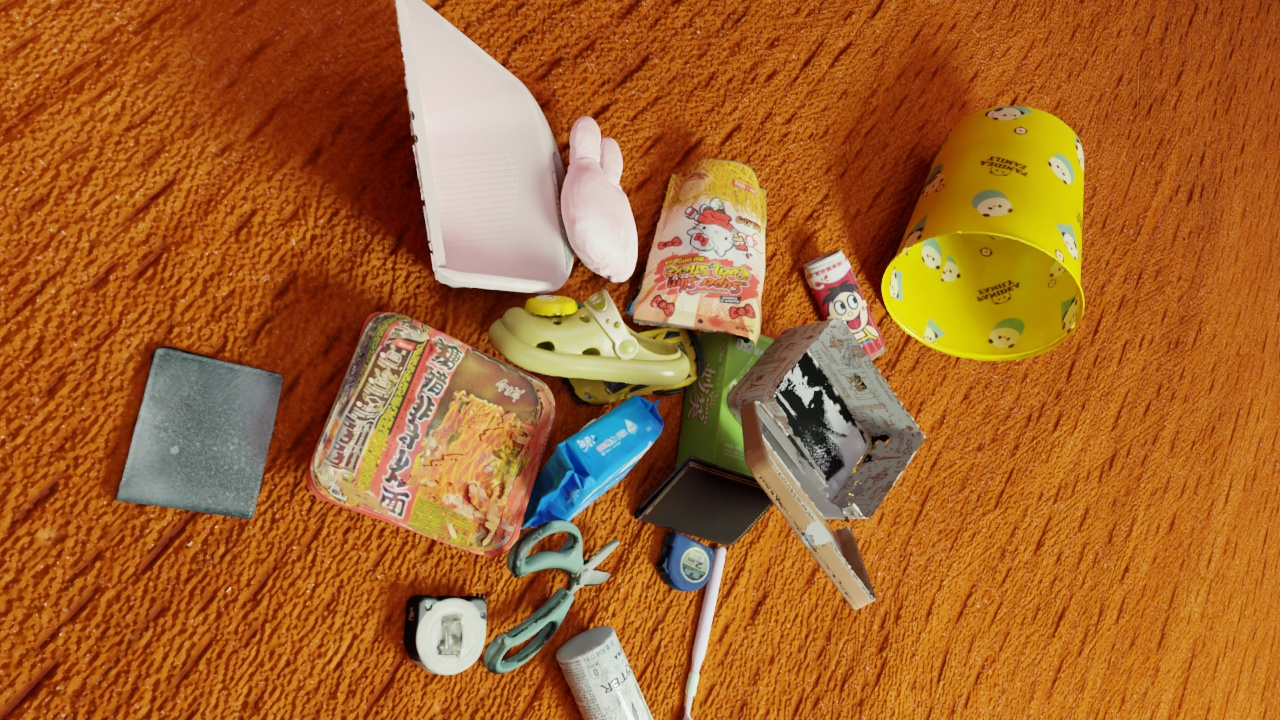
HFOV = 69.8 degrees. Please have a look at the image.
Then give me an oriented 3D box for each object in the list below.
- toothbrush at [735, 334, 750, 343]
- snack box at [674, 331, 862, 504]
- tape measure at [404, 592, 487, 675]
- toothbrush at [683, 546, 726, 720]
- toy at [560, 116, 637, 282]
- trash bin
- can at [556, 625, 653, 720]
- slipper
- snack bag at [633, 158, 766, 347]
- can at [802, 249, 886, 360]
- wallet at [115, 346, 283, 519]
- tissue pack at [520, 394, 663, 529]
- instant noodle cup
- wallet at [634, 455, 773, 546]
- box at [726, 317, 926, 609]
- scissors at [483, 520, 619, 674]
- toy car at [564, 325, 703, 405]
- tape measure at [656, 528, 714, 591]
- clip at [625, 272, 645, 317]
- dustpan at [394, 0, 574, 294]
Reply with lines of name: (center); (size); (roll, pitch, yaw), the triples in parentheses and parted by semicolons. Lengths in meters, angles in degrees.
toothbrush: (0.113, -0.083, 0.989); (0.017, 0.012, 0.185); (21, 41, -11)
snack box: (0.148, 0.067, 0.995); (0.210, 0.070, 0.157); (19, 71, -30)
tape measure: (-0.164, 0.231, 0.776); (0.065, 0.034, 0.066); (7, 77, -31)
toothbrush: (0.066, 0.281, 0.930); (0.021, 0.029, 0.189); (10, 70, 7)
toy: (-0.040, -0.157, 0.911); (0.121, 0.054, 0.159); (31, 52, -61)
trash bin: (0.447, -0.168, 1.159); (0.229, 0.230, 0.254); (38, 57, -22)
can: (-0.023, 0.320, 0.838); (0.058, 0.058, 0.147); (-26, 95, -35)
slipper: (-0.042, -0.027, 0.840); (0.190, 0.091, 0.082); (10, 102, -16)
snack bag: (0.071, -0.112, 0.950); (0.128, 0.073, 0.207); (12, 56, -1)
can: (0.243, -0.062, 1.094); (0.053, 0.053, 0.133); (-30, 98, -34)
wallet: (-0.335, 0.056, 0.706); (0.097, 0.019, 0.120); (16, 70, -30)
tissue pack: (-0.045, 0.092, 0.831); (0.052, 0.095, 0.156); (46, 41, 9)
instant noodle cup: (-0.174, 0.066, 0.774); (0.188, 0.079, 0.164); (28, 67, -26)
wallet: (0.069, 0.143, 0.921); (0.122, 0.097, 0.020); (21, 32, -30)
box: (0.168, 0.092, 0.883); (0.179, 0.124, 0.273); (52, 37, -14)
scissors: (-0.077, 0.189, 0.805); (0.172, 0.019, 0.179); (-36, 139, -34)
toy car: (-0.006, 0.005, 0.923); (0.155, 0.041, 0.071); (-10, 85, -33)
tape measure: (0.045, 0.205, 0.926); (0.058, 0.025, 0.054); (28, 68, -23)
clip: (0.006, -0.069, 0.958); (0.024, 0.030, 0.057); (30, 71, -20)
dustpan: (-0.117, -0.167, 0.785); (0.138, 0.274, 0.222); (-8, 88, -10)
